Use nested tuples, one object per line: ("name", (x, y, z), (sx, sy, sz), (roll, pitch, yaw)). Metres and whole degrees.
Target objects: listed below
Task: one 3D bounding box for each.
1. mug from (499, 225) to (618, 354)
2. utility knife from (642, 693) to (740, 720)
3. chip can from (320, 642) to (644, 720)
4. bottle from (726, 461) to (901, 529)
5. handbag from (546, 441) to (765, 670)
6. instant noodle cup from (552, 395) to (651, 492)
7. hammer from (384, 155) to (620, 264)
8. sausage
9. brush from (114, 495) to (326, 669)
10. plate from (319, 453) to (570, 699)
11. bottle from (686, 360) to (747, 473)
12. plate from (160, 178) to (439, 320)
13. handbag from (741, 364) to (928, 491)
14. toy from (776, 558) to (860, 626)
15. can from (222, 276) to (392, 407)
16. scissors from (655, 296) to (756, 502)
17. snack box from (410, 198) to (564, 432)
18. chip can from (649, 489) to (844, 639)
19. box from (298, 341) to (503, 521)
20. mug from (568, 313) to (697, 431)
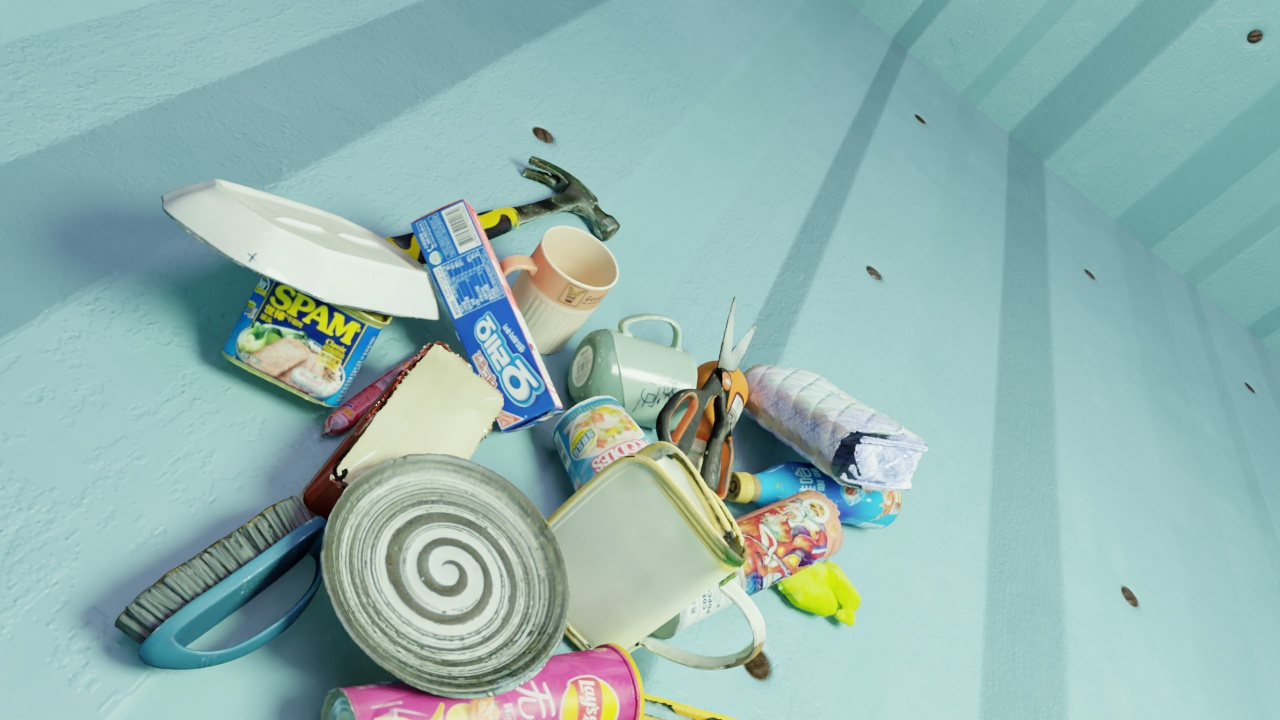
("mug", (-0.095, -0.069, 0.899), (0.114, 0.106, 0.081), (4, 50, -37))
("utility knife", (0.042, 0.292, 0.733), (0.167, 0.015, 0.033), (23, 38, -21))
("chip can", (-0.100, 0.240, 0.618), (0.210, 0.072, 0.071), (5, 50, -37))
("bottle", (0.179, 0.140, 0.960), (0.218, 0.065, 0.065), (10, 47, -32))
("handbag", (0.011, 0.169, 0.710), (0.178, 0.164, 0.063), (50, 26, 7))
("instant noodle cup", (-0.025, 0.094, 0.816), (0.099, 0.099, 0.110), (-2, 46, -42))
("hammer", (-0.155, -0.151, 0.993), (0.126, 0.032, 0.322), (48, 38, 10))
("sausage", (-0.216, 0.024, 0.776), (0.020, 0.020, 0.155), (42, 37, 2))
("brush", (-0.255, 0.148, 0.591), (0.073, 0.055, 0.143), (44, 37, 6))
("plate", (-0.130, 0.145, 0.625), (0.179, 0.024, 0.179), (23, 41, -22))
("bottle", (0.067, 0.066, 0.945), (0.066, 0.067, 0.149), (33, 46, -10))
("plate", (-0.255, -0.091, 0.738), (0.162, 0.034, 0.265), (32, 7, 14))
("handbag", (0.199, 0.067, 0.973), (0.134, 0.076, 0.194), (10, 13, -30))
("toy", (0.174, 0.221, 0.903), (0.100, 0.031, 0.096), (1, 49, -45))
("can", (-0.261, -0.022, 0.720), (0.102, 0.083, 0.057), (29, 6, -14))
("scissors", (0.071, 0.029, 0.892), (0.197, 0.022, 0.226), (17, 70, -52))
("snack box", (-0.135, -0.037, 0.817), (0.058, 0.057, 0.207), (72, -7, -85))
("chip can", (0.089, 0.176, 0.820), (0.214, 0.071, 0.071), (-13, 62, -39))
("box", (-0.174, 0.066, 0.710), (0.091, 0.077, 0.167), (43, 39, -14))
("mug", (-0.005, 0.005, 0.901), (0.106, 0.112, 0.082), (17, 8, -24))
